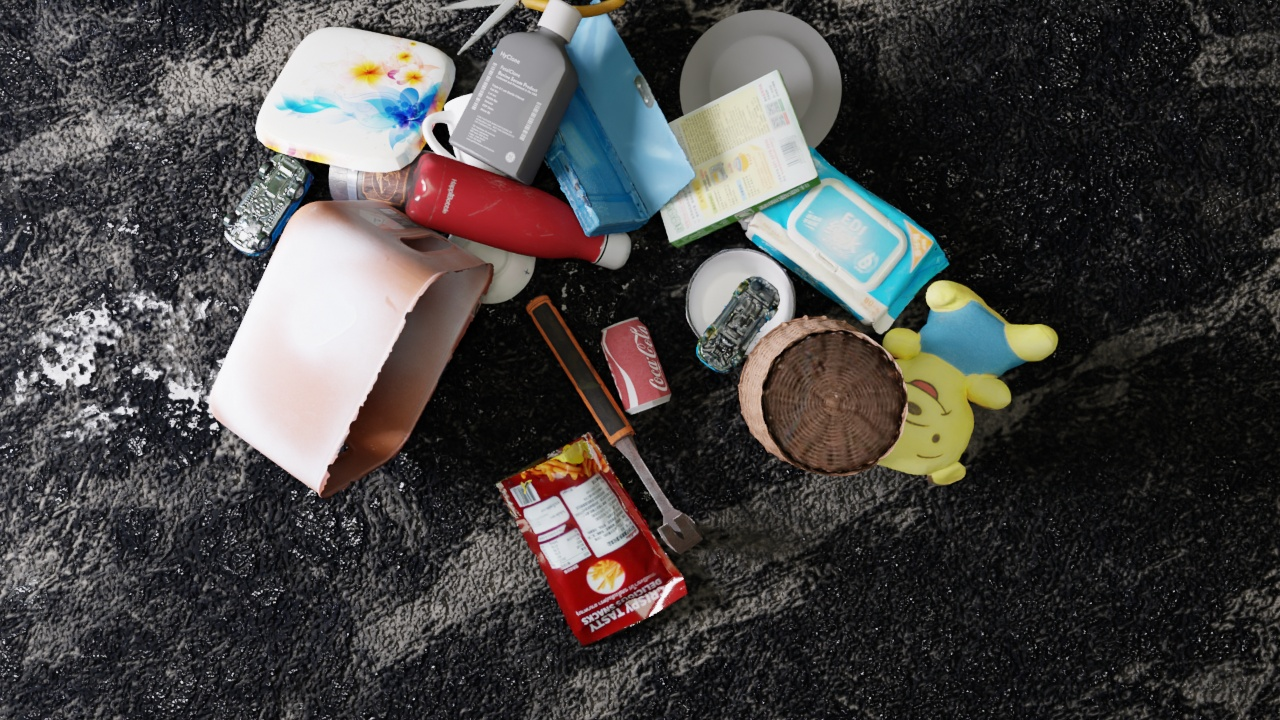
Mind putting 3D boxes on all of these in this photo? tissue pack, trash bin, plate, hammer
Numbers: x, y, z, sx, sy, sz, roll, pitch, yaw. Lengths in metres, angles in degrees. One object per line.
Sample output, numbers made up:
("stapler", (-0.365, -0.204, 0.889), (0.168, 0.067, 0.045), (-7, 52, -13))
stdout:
("tissue pack", (0.217, -0.128, 0.981), (0.209, 0.066, 0.117), (38, 92, 1))
("trash bin", (-0.292, -0.020, 0.925), (0.157, 0.181, 0.260), (31, 106, 5))
("plate", (-0.170, -0.116, 1.018), (0.104, 0.026, 0.104), (0, 88, 3))
("hammer", (-0.032, 0.063, 0.969), (0.035, 0.138, 0.314), (-33, 79, -1))
("plate", (0.133, -0.301, 1.014), (0.178, 0.012, 0.178), (0, 88, 3))
("plate", (-0.307, -0.289, 0.991), (0.187, 0.016, 0.186), (13, 63, 6))
("trash bin", (0.166, 0.028, 0.836), (0.151, 0.210, 0.151), (0, 88, 5))

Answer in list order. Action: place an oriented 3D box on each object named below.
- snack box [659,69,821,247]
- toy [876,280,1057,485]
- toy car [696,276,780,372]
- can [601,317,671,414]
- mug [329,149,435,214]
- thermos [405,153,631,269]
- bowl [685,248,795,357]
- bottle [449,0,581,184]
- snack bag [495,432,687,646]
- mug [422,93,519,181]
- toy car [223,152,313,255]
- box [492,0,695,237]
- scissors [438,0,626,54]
("snack box", (0.091, -0.212, 0.970), (0.168, 0.027, 0.132), (-22, 72, 18))
("toy", (0.310, 0.028, 0.961), (0.149, 0.084, 0.214), (36, 91, 24))
("toy car", (0.099, -0.036, 0.931), (0.048, 0.032, 0.105), (35, 85, 3))
("can", (-0.006, 0.006, 0.992), (0.054, 0.054, 0.096), (-20, 88, 2))
("mug", (-0.275, -0.179, 1.003), (0.107, 0.080, 0.116), (13, 104, 4))
("thermos", (-0.120, -0.146, 0.960), (0.239, 0.073, 0.073), (15, 89, -23))
("bowl", (0.105, -0.059, 0.982), (0.116, 0.065, 0.116), (0, 88, 3))
("bottle", (-0.112, -0.274, 0.917), (0.084, 0.046, 0.174), (28, 95, 12))
("snack bag", (-0.056, 0.195, 0.987), (0.139, 0.066, 0.208), (-30, 89, 7))
("mug", (-0.177, -0.234, 0.984), (0.114, 0.081, 0.087), (-13, 94, -36))
("toy car", (-0.410, -0.171, 1.022), (0.056, 0.043, 0.120), (34, 89, 3))
("box", (-0.047, -0.256, 0.954), (0.112, 0.094, 0.231), (-35, 78, 40))
("scissors", (-0.107, -0.395, 0.976), (0.229, 0.016, 0.224), (24, 69, 30))
